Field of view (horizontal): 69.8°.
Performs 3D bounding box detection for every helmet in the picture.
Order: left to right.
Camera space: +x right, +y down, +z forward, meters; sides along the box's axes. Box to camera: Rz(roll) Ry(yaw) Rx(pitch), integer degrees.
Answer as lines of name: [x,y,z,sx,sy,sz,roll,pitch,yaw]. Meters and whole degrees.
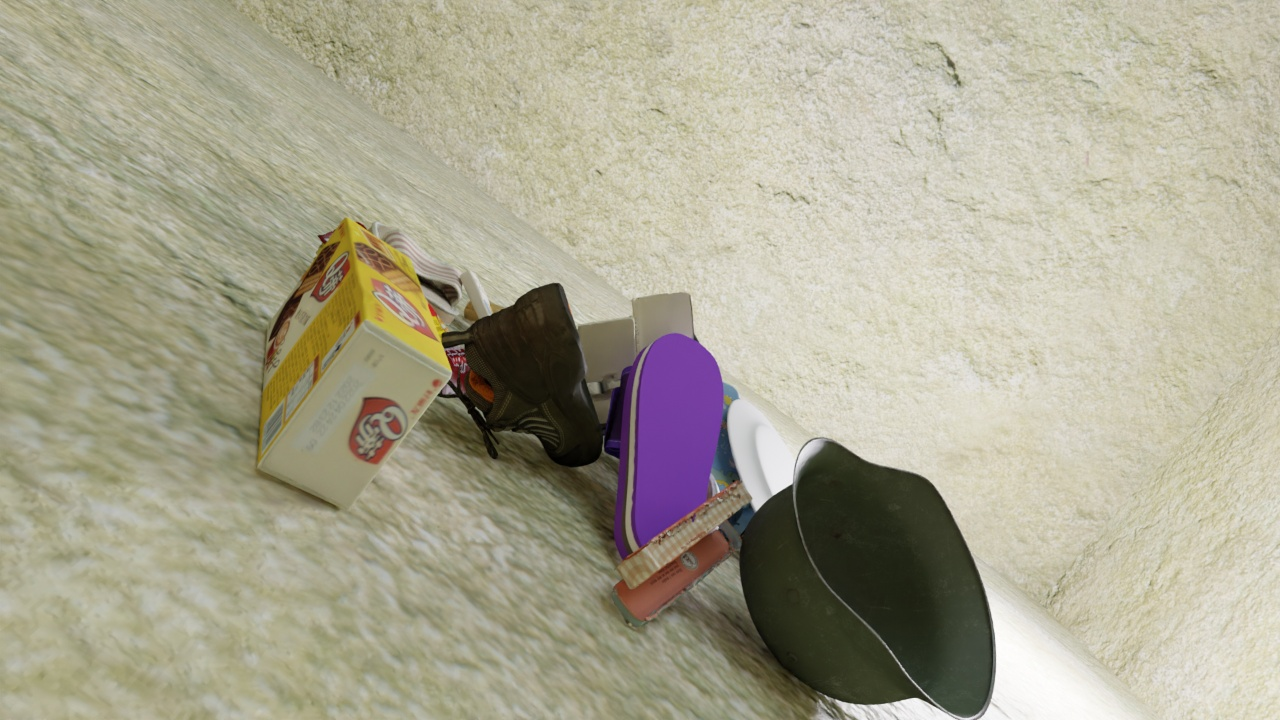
helmet: [0.180,0.201,0.825,0.268,0.154,0.226,55,36,-11]

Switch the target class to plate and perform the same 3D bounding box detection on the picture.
plate: [0.176,0.155,1.129,0.242,0.016,0.242,49,25,-32]

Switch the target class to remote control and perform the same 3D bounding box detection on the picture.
remote control: [-0.187,-0.053,1.115,0.125,0.018,0.038,64,0,16]

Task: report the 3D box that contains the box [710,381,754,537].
box: [0.093,0.116,1.125,0.085,0.073,0.208,25,35,-20]

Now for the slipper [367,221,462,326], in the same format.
slipper: [-0.279,-0.121,1.139,0.115,0.052,0.263,31,10,-35]

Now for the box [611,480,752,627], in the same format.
box: [0.041,0.151,0.737,0.186,0.057,0.071,-20,99,-57]

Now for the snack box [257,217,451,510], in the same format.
snack box: [-0.196,-0.011,0.614,0.061,0.110,0.230,34,8,-29]

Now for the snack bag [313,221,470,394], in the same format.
snack bag: [-0.235,-0.040,0.922,0.208,0.066,0.139,48,3,8]

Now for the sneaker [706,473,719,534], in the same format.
sneaker: [0.037,0.146,0.971,0.235,0.087,0.079,-109,180,-71]

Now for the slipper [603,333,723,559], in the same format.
slipper: [0.007,0.092,0.872,0.107,0.084,0.265,35,42,-27]

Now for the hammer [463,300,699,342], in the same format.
hammer: [-0.068,-0.017,1.144,0.331,0.132,0.033,20,-32,14]

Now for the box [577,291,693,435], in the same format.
box: [-0.004,0.012,0.984,0.188,0.144,0.058,93,-15,-49]

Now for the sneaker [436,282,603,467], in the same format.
sneaker: [-0.114,0.040,0.816,0.238,0.143,0.101,82,-11,-54]

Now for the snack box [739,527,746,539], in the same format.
snack box: [0.143,0.199,1.223,0.101,0.032,0.186,40,8,19]
